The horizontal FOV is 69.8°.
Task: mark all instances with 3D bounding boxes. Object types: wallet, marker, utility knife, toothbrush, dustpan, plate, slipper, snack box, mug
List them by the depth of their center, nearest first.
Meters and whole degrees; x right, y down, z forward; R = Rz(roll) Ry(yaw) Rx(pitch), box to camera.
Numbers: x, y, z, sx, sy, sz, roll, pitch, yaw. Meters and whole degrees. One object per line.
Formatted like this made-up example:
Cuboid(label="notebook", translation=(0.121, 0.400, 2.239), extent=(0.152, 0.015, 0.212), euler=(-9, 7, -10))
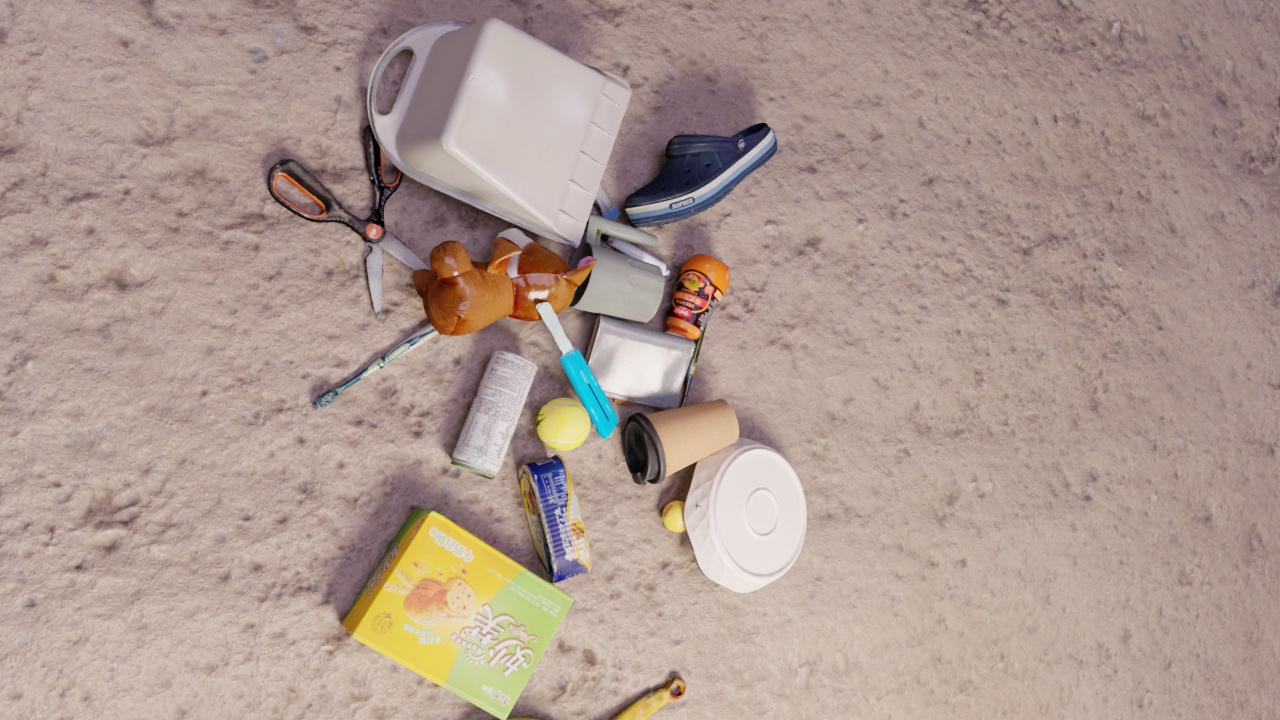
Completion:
Cuboid(label="snack box", translation=(-0.204, 0.286, 1.045), extent=(0.210, 0.070, 0.157), euler=(37, 71, -19))
Cuboid(label="toothbrush", translation=(-0.292, -0.001, 1.054), extent=(0.191, 0.018, 0.016), euler=(-37, 102, -24))
Cuboid(label="dustpan", translation=(-0.176, -0.284, 1.085), extent=(0.257, 0.143, 0.222), euler=(26, 77, -39))
Cuboid(label="utility knife", translation=(-0.076, 0.012, 1.103), extent=(0.034, 0.018, 0.223), euler=(-45, 133, -22))
Cuboid(label="mug", translation=(-0.030, -0.115, 1.156), extent=(0.103, 0.084, 0.123), euler=(14, 78, -26))
Cuboid(label="wallet", translation=(-0.007, 0.007, 1.171), extent=(0.129, 0.037, 0.107), euler=(14, 105, -17))
Cuboid(label="marker", translation=(-0.015, -0.147, 1.201), extent=(0.130, 0.018, 0.022), euler=(29, 93, -21))
Cuboid(label="slipper", translation=(0.082, -0.260, 1.208), extent=(0.252, 0.105, 0.095), euler=(-36, 109, -26))
Cuboid(label="plate", translation=(0.148, 0.203, 1.215), extent=(0.204, 0.046, 0.204), euler=(9, 76, -38))
Cuboid(label="toothbrush", translation=(0.067, 0.003, 1.233), extent=(0.017, 0.012, 0.185), euler=(19, 78, -13))

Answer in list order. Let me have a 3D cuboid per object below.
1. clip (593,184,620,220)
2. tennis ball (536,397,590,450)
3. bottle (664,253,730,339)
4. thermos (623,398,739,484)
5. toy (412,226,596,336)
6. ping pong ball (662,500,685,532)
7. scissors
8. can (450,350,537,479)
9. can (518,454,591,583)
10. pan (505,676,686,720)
Cuboid(label="clip", translation=(-0.051, -0.206, 1.189), extent=(0.025, 0.036, 0.058), euler=(-37, 105, -22))
Cuboid(label="tennis ball", translation=(-0.094, 0.077, 1.117), extent=(0.065, 0.066, 0.065), euler=(2, 85, -26))
Cuboid(label="bottle", translation=(0.066, -0.065, 1.214), extent=(0.066, 0.067, 0.149), euler=(27, 81, -22))
Cuboid(label="thermos", translation=(0.050, 0.098, 1.168), extent=(0.143, 0.093, 0.093), euler=(-16, 93, -23))
Cuboid(label="toy", translation=(-0.158, -0.093, 1.063), extent=(0.199, 0.140, 0.130), euler=(-3, 78, -30))
Cuboid(label="ping pong ball", translation=(0.048, 0.202, 1.191), extent=(0.040, 0.040, 0.040), euler=(2, 85, -26))
Cuboid(label="scissors", translation=(-0.315, -0.169, 1.054), extent=(0.220, 0.022, 0.232), euler=(20, 77, -23))
Cuboid(label="can", translation=(-0.173, 0.063, 1.085), extent=(0.058, 0.058, 0.146), euler=(25, 76, -22))
Cuboid(label="can", translation=(-0.103, 0.190, 1.101), extent=(0.049, 0.075, 0.148), euler=(-14, 91, -23))
Cuboid(label="pan", translation=(-0.084, 0.487, 1.103), extent=(0.356, 0.078, 0.198), euler=(-24, 99, -19))
